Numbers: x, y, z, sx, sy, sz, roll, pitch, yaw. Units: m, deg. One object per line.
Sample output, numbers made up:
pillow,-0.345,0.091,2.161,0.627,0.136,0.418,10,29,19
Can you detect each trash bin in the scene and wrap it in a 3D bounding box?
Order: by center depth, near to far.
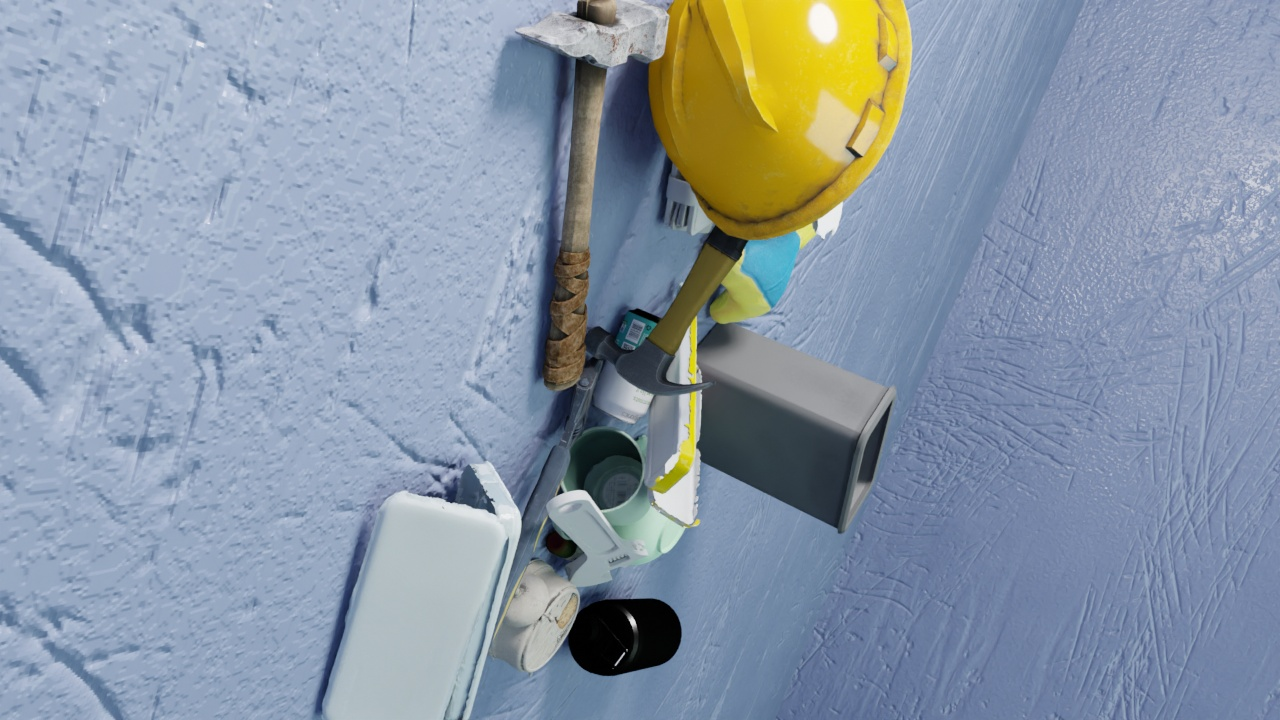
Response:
trash bin,0.169,0.077,1.086,0.097,0.220,0.192,-48,151,-34

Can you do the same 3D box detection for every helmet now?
helmet,0.081,-0.231,0.686,0.131,0.206,0.255,27,61,-42

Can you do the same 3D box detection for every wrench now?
wrench,-0.084,0.117,0.792,0.073,0.022,0.272,100,11,-67
wrench,-0.051,0.170,0.861,0.087,0.018,0.273,-21,154,1

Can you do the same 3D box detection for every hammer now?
hammer,-0.048,-0.109,0.687,0.121,0.049,0.319,-36,145,-44
hammer,0.083,-0.115,0.772,0.333,0.118,0.025,-57,162,11

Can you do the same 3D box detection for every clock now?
clock,-0.103,0.243,0.878,0.103,0.061,0.157,-54,156,-25

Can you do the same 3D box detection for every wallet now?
wallet,0.062,-0.162,0.868,0.118,0.037,0.115,-41,147,-50

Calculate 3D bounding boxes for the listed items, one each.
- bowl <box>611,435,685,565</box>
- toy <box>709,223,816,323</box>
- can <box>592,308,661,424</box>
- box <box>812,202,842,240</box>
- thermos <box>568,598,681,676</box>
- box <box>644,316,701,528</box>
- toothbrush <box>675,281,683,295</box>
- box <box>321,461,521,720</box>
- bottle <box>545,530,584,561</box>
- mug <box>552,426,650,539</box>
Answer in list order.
bowl,0.008,0.167,1.021,0.150,0.077,0.151,-47,151,-36
toy,0.152,-0.147,1.013,0.213,0.084,0.149,-54,155,-19
can,-0.005,0.005,0.863,0.101,0.055,0.055,-67,156,3
box,0.132,-0.185,0.828,0.083,0.092,0.166,-52,136,-53
thermos,-0.021,0.331,1.103,0.086,0.086,0.198,-64,156,-3
box,0.034,0.048,0.881,0.117,0.057,0.209,79,10,-46
toothbrush,0.046,0.001,1.002,0.027,0.026,0.223,-12,137,-8
box,-0.175,0.182,0.689,0.127,0.106,0.215,3,111,-34
bottle,-0.069,0.196,0.951,0.025,0.025,0.106,-61,156,-10
mug,-0.038,0.129,0.892,0.111,0.084,0.104,-44,157,-8
